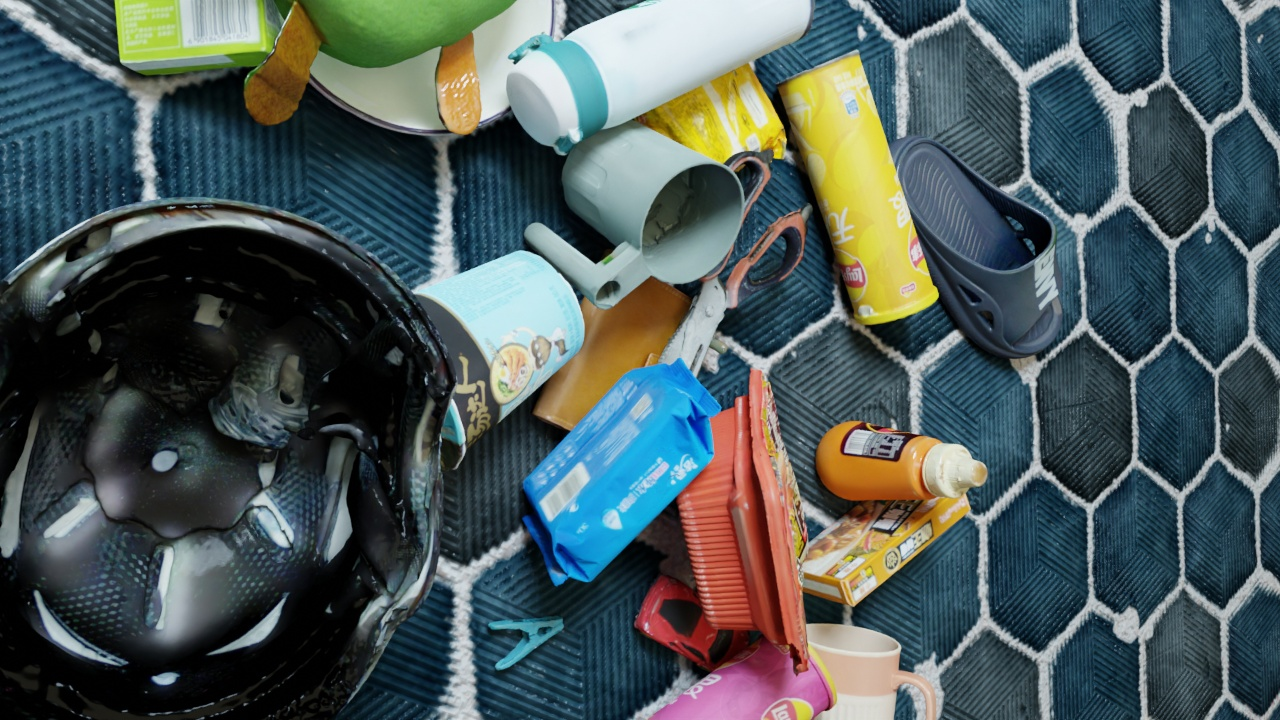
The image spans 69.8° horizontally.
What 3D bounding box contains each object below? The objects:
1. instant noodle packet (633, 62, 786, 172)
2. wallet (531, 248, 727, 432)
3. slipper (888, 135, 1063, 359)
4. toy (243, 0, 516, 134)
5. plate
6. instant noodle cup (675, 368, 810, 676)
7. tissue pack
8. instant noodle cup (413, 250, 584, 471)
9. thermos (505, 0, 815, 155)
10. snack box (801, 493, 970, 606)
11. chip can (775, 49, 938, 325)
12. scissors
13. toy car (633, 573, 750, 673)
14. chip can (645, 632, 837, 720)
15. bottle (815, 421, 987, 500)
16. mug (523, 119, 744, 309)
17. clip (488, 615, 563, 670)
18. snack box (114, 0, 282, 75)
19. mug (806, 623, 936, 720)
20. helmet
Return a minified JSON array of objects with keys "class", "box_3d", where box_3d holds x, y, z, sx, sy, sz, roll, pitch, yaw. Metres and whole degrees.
[{"class":"instant noodle packet","box_3d":[0.044,-0.190,0.689,0.110,0.044,0.128,-32,102,-21]},{"class":"wallet","box_3d":[-0.004,0.004,0.668,0.119,0.035,0.130,28,79,-25]},{"class":"slipper","box_3d":[0.319,-0.099,0.834,0.268,0.083,0.110,42,71,-22]},{"class":"toy","box_3d":[-0.135,-0.233,0.502,0.246,0.090,0.227,-36,126,-37]},{"class":"plate","box_3d":[-0.147,-0.234,0.577,0.192,0.039,0.192,0,89,-31]},{"class":"instant noodle cup","box_3d":[0.074,0.110,0.644,0.079,0.188,0.164,-10,107,8]},{"class":"tissue pack","box_3d":[-0.012,0.069,0.598,0.157,0.095,0.052,-47,115,2]},{"class":"instant noodle cup","box_3d":[-0.102,-0.010,0.569,0.120,0.111,0.111,-36,108,-34]},{"class":"thermos","box_3d":[0.014,-0.210,0.612,0.223,0.073,0.073,-32,105,-25]},{"class":"snack box","box_3d":[0.195,0.146,0.759,0.153,0.075,0.026,-29,104,-28]},{"class":"chip can","box_3d":[0.179,-0.139,0.755,0.071,0.072,0.213,-28,103,-29]},{"class":"scissors","box_3d":[0.065,-0.048,0.677,0.205,0.015,0.202,-17,105,-32]},{"class":"toy car","box_3d":[0.044,0.203,0.695,0.106,0.031,0.049,38,72,-28]},{"class":"chip can","box_3d":[0.038,0.273,0.650,0.210,0.071,0.071,-29,104,-20]},{"class":"bottle","box_3d":[0.206,0.083,0.723,0.066,0.150,0.066,1,89,-32]},{"class":"mug","box_3d":[-0.009,-0.098,0.613,0.123,0.103,0.084,-39,137,-10]},{"class":"clip","box_3d":[-0.077,0.189,0.631,0.054,0.013,0.033,-11,96,-29]},{"class":"snack box","box_3d":[-0.244,-0.240,0.499,0.086,0.026,0.156,-4,92,6]},{"class":"mug","box_3d":[0.174,0.275,0.726,0.081,0.115,0.106,6,89,-59]},{"class":"helmet","box_3d":[-0.223,0.054,0.461,0.229,0.157,0.274,11,96,-30]}]
